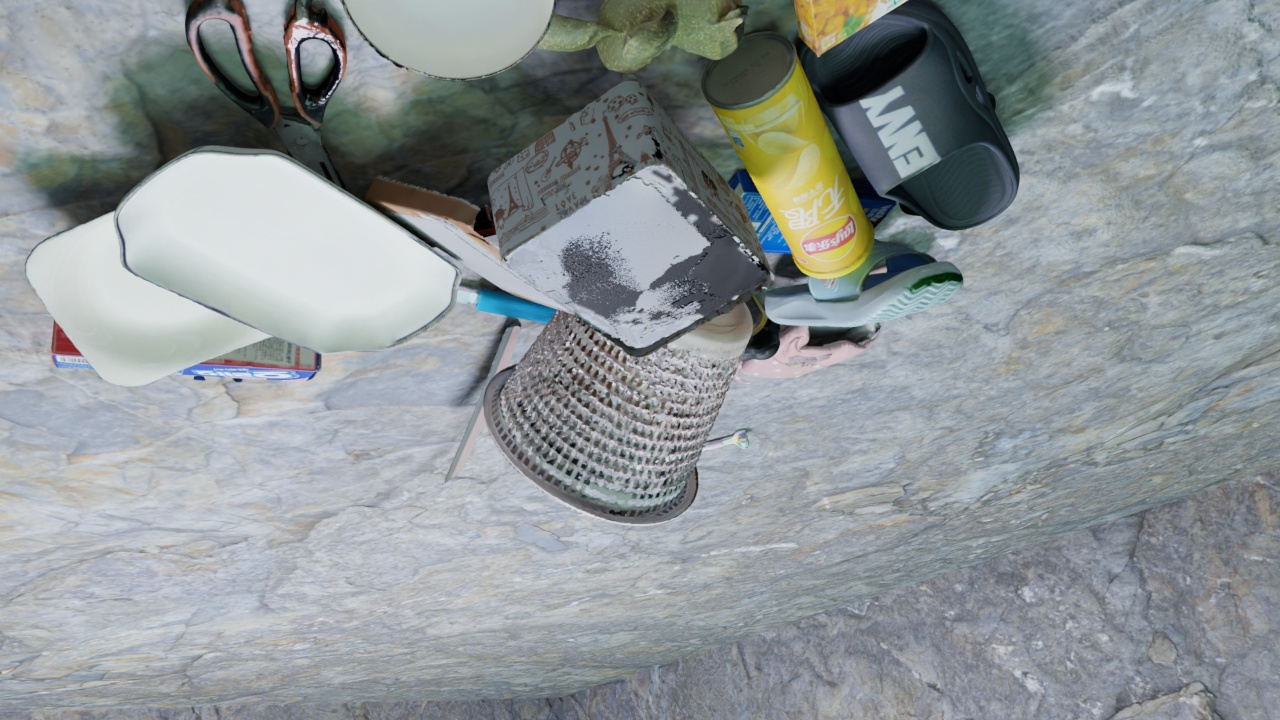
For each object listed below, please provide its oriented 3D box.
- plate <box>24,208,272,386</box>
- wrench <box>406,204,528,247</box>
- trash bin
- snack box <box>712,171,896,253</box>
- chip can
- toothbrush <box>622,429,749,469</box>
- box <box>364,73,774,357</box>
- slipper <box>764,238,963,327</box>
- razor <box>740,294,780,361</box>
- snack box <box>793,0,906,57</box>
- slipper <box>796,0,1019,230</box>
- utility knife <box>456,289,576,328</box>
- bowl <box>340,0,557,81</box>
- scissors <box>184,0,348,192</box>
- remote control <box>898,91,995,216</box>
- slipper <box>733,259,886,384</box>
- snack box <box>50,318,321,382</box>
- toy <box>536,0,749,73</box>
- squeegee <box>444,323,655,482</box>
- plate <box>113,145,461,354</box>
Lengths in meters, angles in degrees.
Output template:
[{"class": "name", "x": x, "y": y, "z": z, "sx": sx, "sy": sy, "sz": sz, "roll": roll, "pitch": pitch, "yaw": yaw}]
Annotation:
[{"class": "plate", "x": -0.366, "y": -0.063, "z": 0.715, "sx": 0.164, "sy": 0.034, "sz": 0.164, "roll": -24, "pitch": 142, "yaw": -17}, {"class": "wrench", "x": -0.220, "y": -0.092, "z": 0.777, "sx": 0.273, "sy": 0.016, "sz": 0.056, "roll": -15, "pitch": 156, "yaw": 8}, {"class": "trash bin", "x": -0.006, "y": 0.006, "z": 0.843, "sx": 0.227, "sy": 0.227, "sz": 0.193, "roll": 8, "pitch": 125, "yaw": -34}, {"class": "snack box", "x": 0.143, "y": -0.131, "z": 0.833, "sx": 0.157, "sy": 0.026, "sz": 0.085, "roll": -1, "pitch": 152, "yaw": -21}, {"class": "chip can", "x": 0.120, "y": -0.149, "z": 0.706, "sx": 0.072, "sy": 0.072, "sz": 0.213, "roll": -20, "pitch": 143, "yaw": 17}, {"class": "toothbrush", "x": 0.063, "y": 0.134, "z": 1.326, "sx": 0.190, "sy": 0.029, "sz": 0.020, "roll": -15, "pitch": -166, "yaw": 10}, {"class": "box", "x": -0.055, "y": -0.084, "z": 0.668, "sx": 0.274, "sy": 0.124, "sz": 0.178, "roll": -6, "pitch": 155, "yaw": 33}, {"class": "slipper", "x": 0.195, "y": -0.075, "z": 0.842, "sx": 0.104, "sy": 0.074, "sz": 0.246, "roll": -14, "pitch": -174, "yaw": -22}, {"class": "razor", "x": 0.102, "y": -0.054, "z": 0.935, "sx": 0.062, "sy": 0.067, "sz": 0.167, "roll": -38, "pitch": 144, "yaw": -1}, {"class": "snack box", "x": 0.125, "y": -0.262, "z": 0.550, "sx": 0.077, "sy": 0.027, "sz": 0.156, "roll": -32, "pitch": 152, "yaw": 1}, {"class": "slipper", "x": 0.224, "y": -0.168, "z": 0.705, "sx": 0.111, "sy": 0.083, "sz": 0.268, "roll": -29, "pitch": 138, "yaw": 29}, {"class": "utility knife", "x": -0.127, "y": -0.054, "z": 0.883, "sx": 0.216, "sy": 0.018, "sz": 0.034, "roll": 8, "pitch": 149, "yaw": -36}, {"class": "bowl", "x": -0.105, "y": -0.222, "z": 0.505, "sx": 0.116, "sy": 0.066, "sz": 0.117, "roll": -4, "pitch": 142, "yaw": -3}, {"class": "scissors", "x": -0.225, "y": -0.167, "z": 0.631, "sx": 0.197, "sy": 0.015, "sz": 0.205, "roll": -29, "pitch": 149, "yaw": 30}, {"class": "remote control", "x": 0.258, "y": -0.178, "z": 0.782, "sx": 0.053, "sy": 0.024, "sz": 0.137, "roll": 2, "pitch": 143, "yaw": -6}, {"class": "slipper", "x": 0.204, "y": -0.030, "z": 1.016, "sx": 0.114, "sy": 0.054, "sz": 0.275, "roll": 4, "pitch": 150, "yaw": -35}, {"class": "snack box", "x": -0.389, "y": -0.017, "z": 0.800, "sx": 0.207, "sy": 0.058, "sz": 0.057, "roll": 5, "pitch": 165, "yaw": -28}, {"class": "toy", "x": -0.012, "y": -0.213, "z": 0.572, "sx": 0.157, "sy": 0.066, "sz": 0.105, "roll": -1, "pitch": -164, "yaw": 0}, {"class": "squeegee", "x": -0.086, "y": 0.043, "z": 1.069, "sx": 0.249, "sy": 0.040, "sz": 0.248, "roll": 0, "pitch": 134, "yaw": -33}, {"class": "plate", "x": -0.257, "y": -0.081, "z": 0.699, "sx": 0.162, "sy": 0.034, "sz": 0.265, "roll": -29, "pitch": 148, "yaw": 21}]
